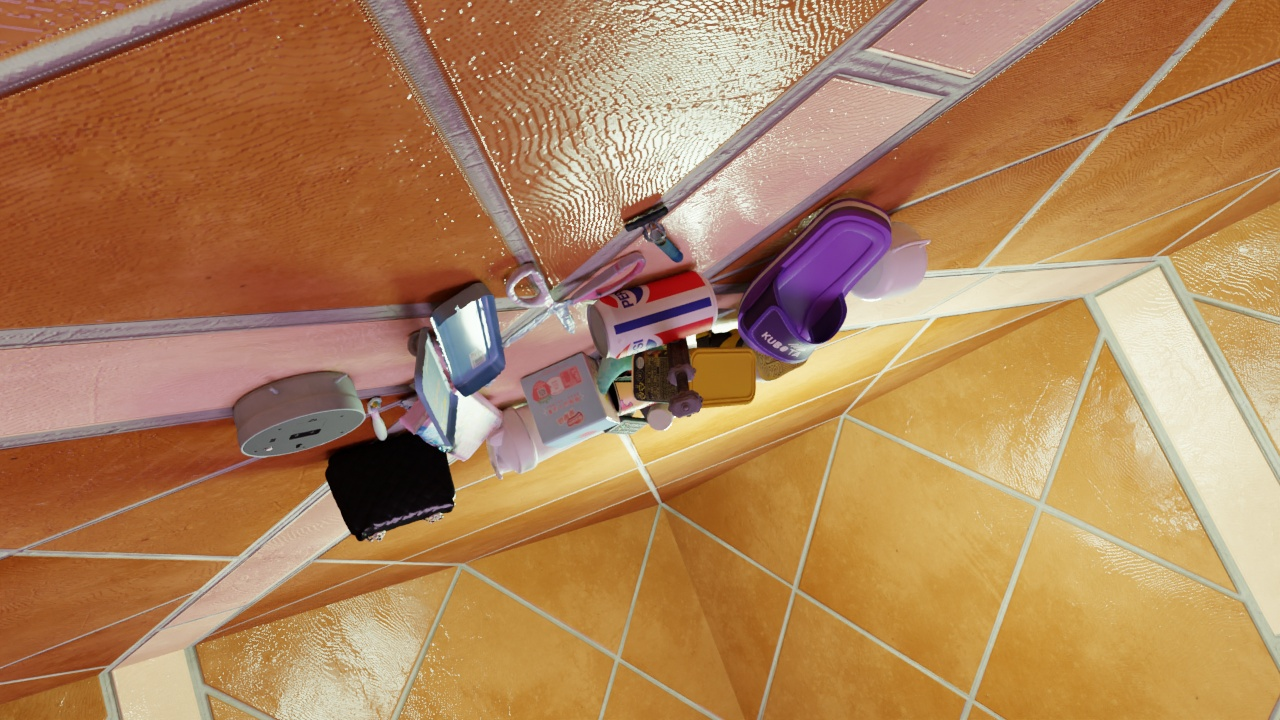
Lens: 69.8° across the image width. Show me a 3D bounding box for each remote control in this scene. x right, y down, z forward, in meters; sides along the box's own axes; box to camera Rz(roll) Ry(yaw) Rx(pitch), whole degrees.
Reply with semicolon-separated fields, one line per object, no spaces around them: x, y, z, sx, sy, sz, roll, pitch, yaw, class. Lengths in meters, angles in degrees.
-0.021;0.092;1.335;0.033;0.015;0.146;-35;166;11;remote control

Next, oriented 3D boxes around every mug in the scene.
0.298;-0.124;1.108;0.068;0.094;0.116;-12;172;-30;mug
0.000;0.027;1.274;0.098;0.082;0.118;-18;167;-14;mug

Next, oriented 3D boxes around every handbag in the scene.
-0.336;0.174;1.236;0.153;0.125;0.115;-14;165;-30;handbag

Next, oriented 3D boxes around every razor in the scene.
0.023;-0.114;0.886;0.042;0.022;0.144;-23;167;10;razor

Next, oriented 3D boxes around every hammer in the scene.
0.047;-0.002;1.004;0.147;0.028;0.316;-17;-164;5;hammer

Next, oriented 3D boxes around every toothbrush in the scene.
-0.317;0.073;1.108;0.022;0.015;0.155;-54;178;-22;toothbrush
-0.196;0.004;0.996;0.026;0.027;0.222;-48;165;-1;toothbrush

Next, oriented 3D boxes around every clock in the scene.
-0.352;0.060;0.939;0.122;0.045;0.160;-12;165;-35;clock

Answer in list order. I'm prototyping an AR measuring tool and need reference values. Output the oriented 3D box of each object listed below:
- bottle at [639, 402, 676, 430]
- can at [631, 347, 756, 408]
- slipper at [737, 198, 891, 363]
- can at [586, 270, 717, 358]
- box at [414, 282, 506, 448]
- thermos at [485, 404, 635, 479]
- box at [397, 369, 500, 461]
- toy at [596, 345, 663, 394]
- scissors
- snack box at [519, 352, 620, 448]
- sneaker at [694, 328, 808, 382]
0.041;0.053;1.361;0.084;0.046;0.173;-26;-166;19;bottle
0.066;0.019;1.154;0.101;0.072;0.130;2;-178;44;can
0.193;-0.066;1.062;0.107;0.083;0.267;19;142;-13;slipper
0.013;-0.050;1.013;0.132;0.070;0.070;-18;166;-16;can
-0.183;0.007;0.904;0.124;0.043;0.210;-59;172;-20;box
-0.120;0.087;1.331;0.220;0.099;0.099;-22;168;-22;thermos
-0.241;0.061;1.133;0.084;0.071;0.230;-52;169;-8;box
-0.007;0.007;1.191;0.105;0.085;0.033;7;180;-26;toy
-0.076;-0.065;0.905;0.171;0.013;0.177;-31;159;10;scissors
-0.091;0.055;1.212;0.093;0.094;0.079;-24;167;8;snack box
0.164;-0.019;1.338;0.122;0.086;0.237;-7;-170;31;sneaker
